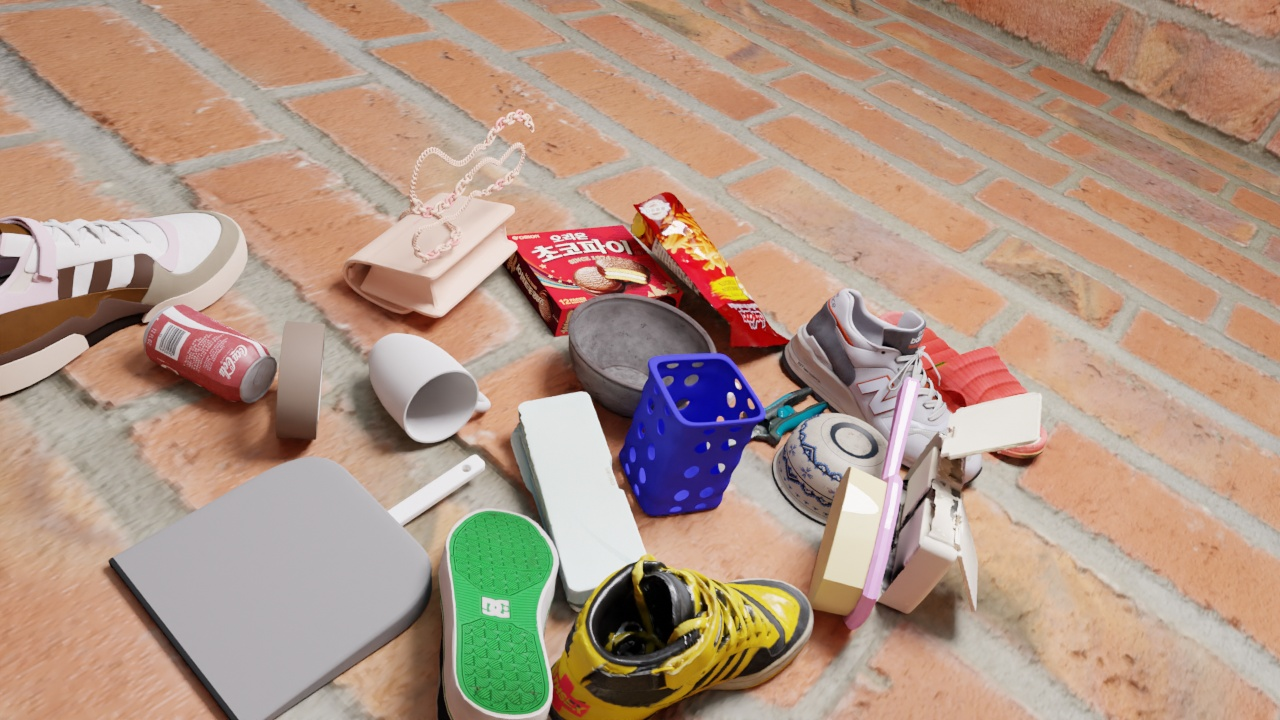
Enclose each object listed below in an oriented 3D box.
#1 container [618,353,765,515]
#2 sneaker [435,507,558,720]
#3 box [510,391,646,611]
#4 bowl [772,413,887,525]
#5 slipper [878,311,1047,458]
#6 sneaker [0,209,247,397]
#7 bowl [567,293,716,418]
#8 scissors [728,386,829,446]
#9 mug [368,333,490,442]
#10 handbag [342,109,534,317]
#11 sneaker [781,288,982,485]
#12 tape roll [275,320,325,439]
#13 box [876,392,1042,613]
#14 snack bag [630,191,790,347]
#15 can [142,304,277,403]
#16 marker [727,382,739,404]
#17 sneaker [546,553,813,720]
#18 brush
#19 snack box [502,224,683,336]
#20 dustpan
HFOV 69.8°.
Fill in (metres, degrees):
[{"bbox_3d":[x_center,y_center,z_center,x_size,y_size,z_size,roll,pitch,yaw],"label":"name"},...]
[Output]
[{"bbox_3d":[0.040,0.065,0.788,0.084,0.114,0.085,-2,42,-25],"label":"container"},{"bbox_3d":[-0.103,0.185,0.626,0.084,0.079,0.235,14,21,-12],"label":"sneaker"},{"bbox_3d":[-0.051,0.110,0.746,0.086,0.073,0.198,16,34,-36],"label":"box"},{"bbox_3d":[0.188,0.095,0.858,0.115,0.059,0.115,12,38,-9],"label":"bowl"},{"bbox_3d":[0.366,0.011,1.041,0.103,0.059,0.248,-11,45,-33],"label":"slipper"},{"bbox_3d":[-0.459,-0.087,0.764,0.112,0.117,0.292,31,39,15],"label":"sneaker"},{"bbox_3d":[-0.005,0.005,0.882,0.145,0.067,0.144,12,38,-9],"label":"bowl"},{"bbox_3d":[0.140,0.062,0.914,0.135,0.019,0.130,13,38,-5],"label":"scissors"},{"bbox_3d":[-0.182,0.020,0.801,0.089,0.071,0.107,38,13,36],"label":"mug"},{"bbox_3d":[-0.204,-0.163,0.905,0.117,0.188,0.198,19,42,19],"label":"handbag"},{"bbox_3d":[0.260,0.015,0.934,0.240,0.124,0.088,36,41,22],"label":"sneaker"},{"bbox_3d":[-0.271,0.016,0.734,0.030,0.094,0.093,4,40,-18],"label":"tape roll"},{"bbox_3d":[0.272,0.118,0.763,0.081,0.182,0.143,24,44,4],"label":"box"},{"bbox_3d":[0.074,-0.089,1.021,0.208,0.067,0.138,55,22,21],"label":"snack bag"},{"bbox_3d":[-0.355,-0.005,0.758,0.096,0.054,0.053,25,38,9],"label":"can"},{"bbox_3d":[0.043,0.004,0.939,0.126,0.025,0.025,31,39,16],"label":"marker"},{"bbox_3d":[0.042,0.182,0.639,0.238,0.122,0.086,-15,50,-35],"label":"sneaker"},{"bbox_3d":[0.190,0.108,0.769,0.043,0.089,0.228,18,61,8],"label":"brush"},{"bbox_3d":[-0.054,-0.092,1.007,0.151,0.036,0.132,-11,46,-33],"label":"snack box"},{"bbox_3d":[-0.215,0.132,0.670,0.163,0.033,0.256,38,50,23],"label":"dustpan"}]
